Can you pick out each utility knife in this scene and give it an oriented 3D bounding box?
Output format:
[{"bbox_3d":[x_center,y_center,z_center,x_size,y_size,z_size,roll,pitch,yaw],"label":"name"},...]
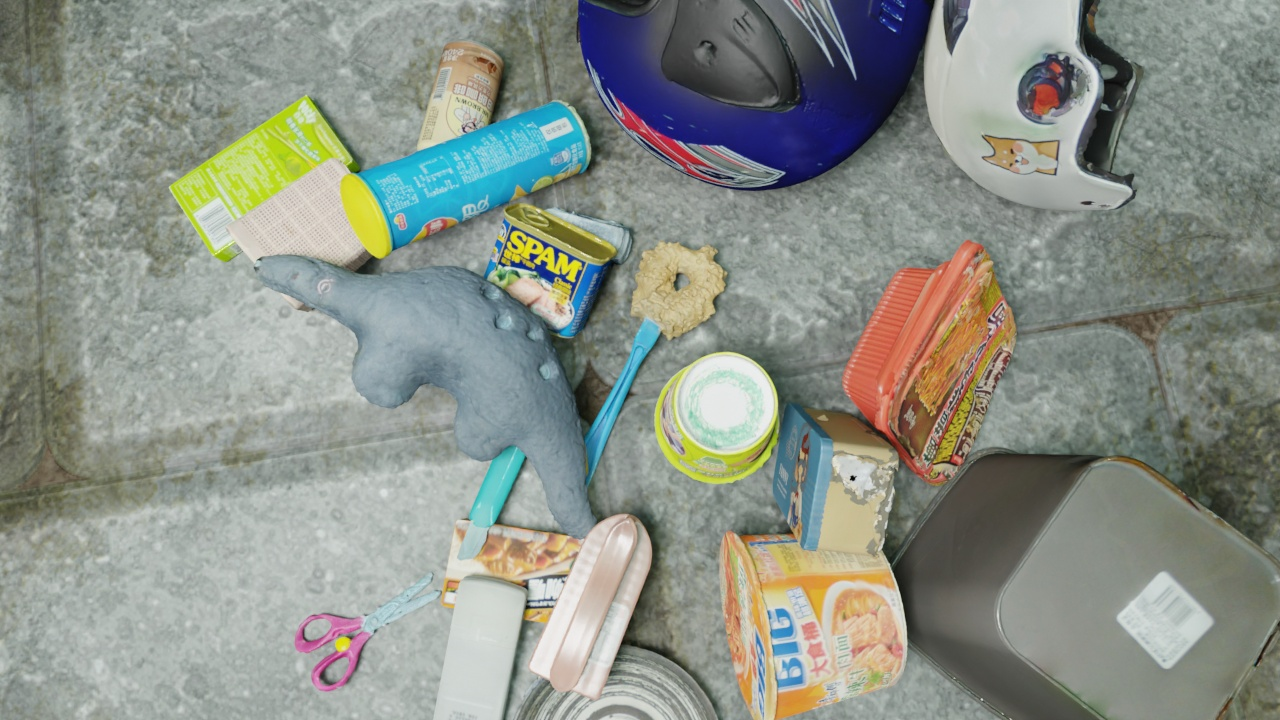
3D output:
[{"bbox_3d":[-0.119,0.090,0.802,0.029,0.013,0.181,21,71,4],"label":"utility knife"}]

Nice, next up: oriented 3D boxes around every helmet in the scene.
[{"bbox_3d":[0.313,-0.248,0.754,0.157,0.274,0.229,-4,47,34],"label":"helmet"},{"bbox_3d":[0.065,-0.281,0.751,0.315,0.246,0.241,37,115,-4],"label":"helmet"}]

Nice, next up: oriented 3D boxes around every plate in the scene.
[{"bbox_3d":[-0.021,0.327,0.767,0.179,0.024,0.179,0,82,1],"label":"plate"}]

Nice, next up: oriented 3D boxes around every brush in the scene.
[{"bbox_3d":[-0.034,0.192,0.737,0.063,0.073,0.145,23,82,6],"label":"brush"},{"bbox_3d":[-0.005,0.005,0.816,0.083,0.046,0.254,27,86,2],"label":"brush"}]

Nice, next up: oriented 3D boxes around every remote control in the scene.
[{"bbox_3d":[-0.135,0.256,0.768,0.058,0.021,0.150,12,95,2],"label":"remote control"}]

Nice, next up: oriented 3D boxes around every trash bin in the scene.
[{"bbox_3d":[0.321,0.175,0.682,0.198,0.220,0.199,37,82,7],"label":"trash bin"}]

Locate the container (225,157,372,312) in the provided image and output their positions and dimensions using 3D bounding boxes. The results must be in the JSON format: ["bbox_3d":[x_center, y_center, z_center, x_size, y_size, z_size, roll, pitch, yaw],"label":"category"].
[{"bbox_3d":[-0.284,-0.113,0.811,0.111,0.090,0.090,-40,98,-7],"label":"container"}]

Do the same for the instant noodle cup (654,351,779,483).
[{"bbox_3d":[0.067,0.044,0.760,0.112,0.123,0.111,0,80,1],"label":"instant noodle cup"}]

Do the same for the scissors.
[{"bbox_3d":[-0.238,0.221,0.798,0.137,0.017,0.073,-39,72,-9],"label":"scissors"}]

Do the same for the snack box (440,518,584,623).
[{"bbox_3d":[-0.089,0.185,0.791,0.154,0.026,0.075,8,81,3],"label":"snack box"}]

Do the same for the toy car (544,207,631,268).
[{"bbox_3d":[-0.053,-0.114,0.838,0.090,0.034,0.043,15,84,6],"label":"toy car"}]

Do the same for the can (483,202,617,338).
[{"bbox_3d":[-0.083,-0.078,0.805,0.102,0.057,0.083,27,114,7],"label":"can"}]

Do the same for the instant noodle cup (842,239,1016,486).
[{"bbox_3d":[0.235,0.002,0.753,0.079,0.189,0.164,24,79,38],"label":"instant noodle cup"}]

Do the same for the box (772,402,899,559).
[{"bbox_3d":[0.148,0.089,0.729,0.061,0.184,0.090,8,95,-3],"label":"box"}]

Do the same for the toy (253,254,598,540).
[{"bbox_3d":[-0.150,-0.001,0.761,0.356,0.091,0.138,37,88,-6],"label":"toy"}]

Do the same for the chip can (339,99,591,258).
[{"bbox_3d":[-0.145,-0.159,0.788,0.209,0.071,0.071,-30,79,-29],"label":"chip can"}]

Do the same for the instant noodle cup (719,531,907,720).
[{"bbox_3d":[0.134,0.203,0.726,0.111,0.151,0.151,-7,80,-7],"label":"instant noodle cup"}]

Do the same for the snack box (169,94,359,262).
[{"bbox_3d":[-0.352,-0.171,0.861,0.156,0.026,0.086,-36,81,-4],"label":"snack box"}]

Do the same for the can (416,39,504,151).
[{"bbox_3d":[-0.166,-0.231,0.848,0.058,0.058,0.116,12,81,4],"label":"can"}]
